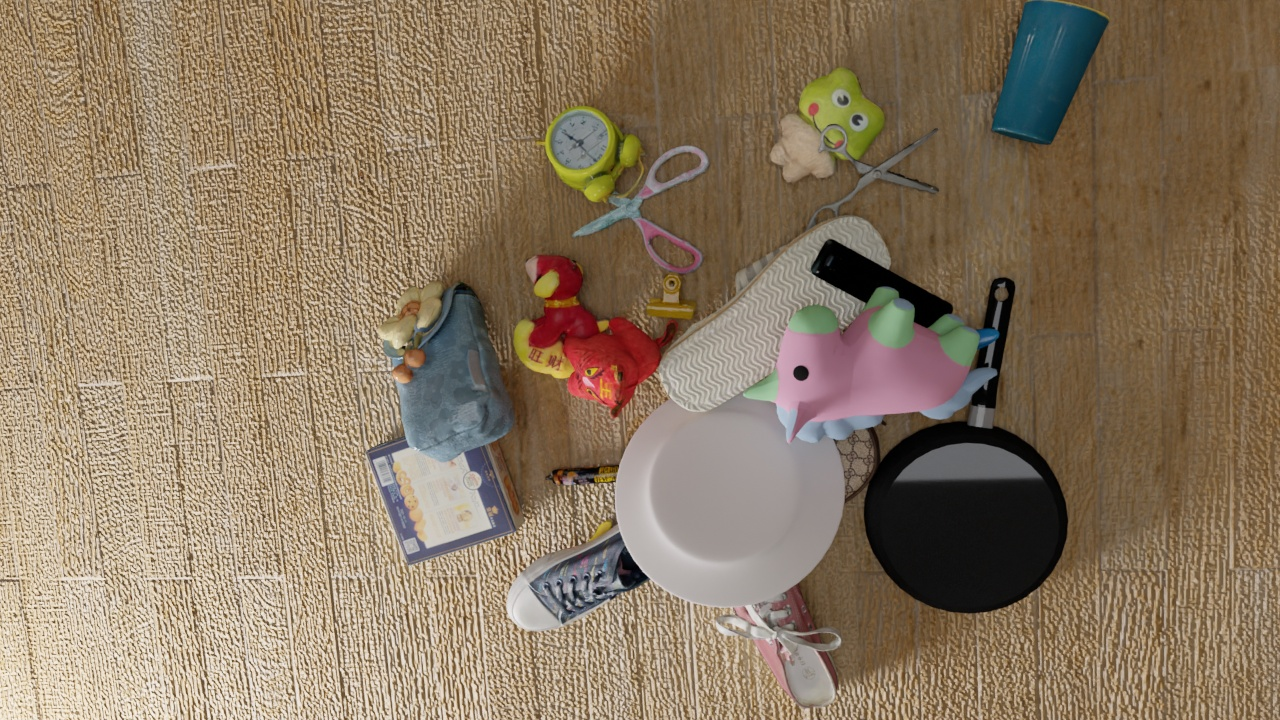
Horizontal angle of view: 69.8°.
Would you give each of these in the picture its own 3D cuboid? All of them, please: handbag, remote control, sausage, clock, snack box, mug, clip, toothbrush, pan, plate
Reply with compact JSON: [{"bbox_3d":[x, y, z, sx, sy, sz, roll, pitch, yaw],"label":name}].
[{"bbox_3d":[0.175,0.094,0.975,0.167,0.063,0.138,-37,80,11],"label":"handbag"},{"bbox_3d":[0.245,-0.071,0.925,0.152,0.020,0.041,27,99,-9],"label":"remote control"},{"bbox_3d":[-0.032,0.127,1.032,0.155,0.020,0.020,-6,96,11],"label":"sausage"},{"bbox_3d":[-0.047,-0.217,0.969,0.119,0.057,0.083,38,92,12],"label":"clock"},{"bbox_3d":[-0.223,0.146,1.055,0.145,0.042,0.144,-19,92,11],"label":"snack box"},{"bbox_3d":[0.389,-0.275,0.886,0.078,0.078,0.121,17,104,7],"label":"mug"},{"bbox_3d":[-0.218,0.006,0.984,0.122,0.118,0.191,-23,63,12],"label":"handbag"},{"bbox_3d":[0.034,-0.069,0.995,0.054,0.045,0.048,4,72,10],"label":"clip"},{"bbox_3d":[0.300,-0.011,0.947,0.135,0.017,0.022,-15,68,22],"label":"toothbrush"},{"bbox_3d":[0.349,0.093,0.951,0.204,0.044,0.356,8,99,9],"label":"pan"},{"bbox_3d":[-0.077,0.229,1.056,0.021,0.016,0.136,43,104,0],"label":"toothbrush"},{"bbox_3d":[0.087,0.130,0.950,0.243,0.016,0.242,-7,66,15],"label":"plate"}]

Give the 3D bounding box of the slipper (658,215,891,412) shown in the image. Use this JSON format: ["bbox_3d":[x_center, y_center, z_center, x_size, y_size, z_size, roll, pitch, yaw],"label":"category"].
[{"bbox_3d":[0.137,-0.047,0.963,0.273,0.054,0.114,-39,94,7],"label":"slipper"}]

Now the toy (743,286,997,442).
[{"bbox_3d":[0.229,0.017,0.904,0.222,0.120,0.171,21,108,-10],"label":"toy"}]

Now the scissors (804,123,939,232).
[{"bbox_3d":[0.226,-0.181,0.938,0.141,0.014,0.175,32,118,-21],"label":"scissors"}]

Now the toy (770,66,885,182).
[{"bbox_3d":[0.186,-0.234,0.939,0.118,0.043,0.092,-38,96,15],"label":"toy"}]

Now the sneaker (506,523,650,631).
[{"bbox_3d":[-0.043,0.240,1.008,0.236,0.079,0.087,-32,108,9],"label":"sneaker"}]

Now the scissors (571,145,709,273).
[{"bbox_3d":[0.009,-0.174,0.993,0.170,0.014,0.169,33,102,8],"label":"scissors"}]

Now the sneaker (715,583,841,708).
[{"bbox_3d":[0.143,0.273,0.984,0.118,0.087,0.241,-27,92,11],"label":"sneaker"}]

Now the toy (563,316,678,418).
[{"bbox_3d":[-0.006,0.006,0.972,0.132,0.094,0.088,-27,123,-22],"label":"toy"}]

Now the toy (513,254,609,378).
[{"bbox_3d":[-0.086,-0.046,1.002,0.105,0.067,0.137,4,106,2],"label":"toy"}]
